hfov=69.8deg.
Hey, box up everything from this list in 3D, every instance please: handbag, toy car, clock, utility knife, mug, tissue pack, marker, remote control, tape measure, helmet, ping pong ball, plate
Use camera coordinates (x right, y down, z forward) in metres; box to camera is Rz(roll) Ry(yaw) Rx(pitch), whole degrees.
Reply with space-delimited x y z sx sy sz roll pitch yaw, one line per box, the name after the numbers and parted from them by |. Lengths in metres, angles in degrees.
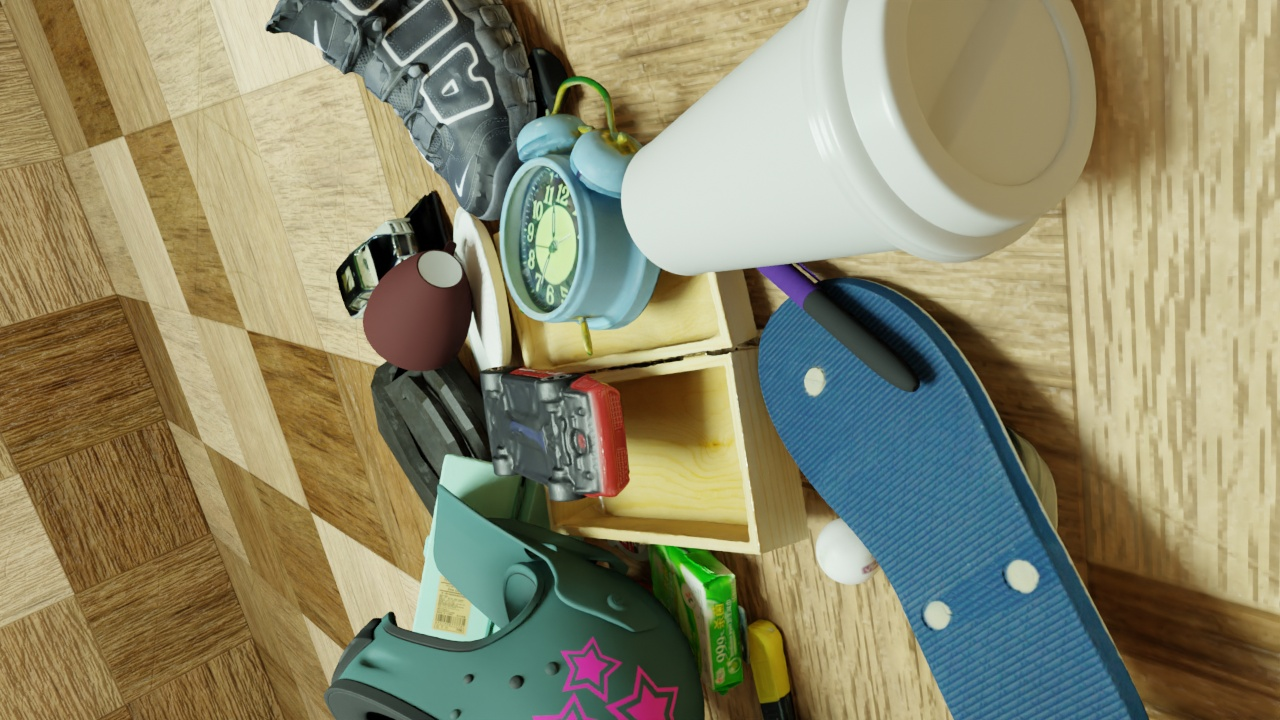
-0.170 0.076 0.859 0.197 0.102 0.200 54 160 14 | handbag
-0.247 -0.083 0.883 0.192 0.071 0.094 -22 84 55 | toy car
-0.037 -0.093 0.573 0.118 0.060 0.162 27 116 49 | clock
0.106 0.275 0.698 0.029 0.020 0.173 11 118 52 | utility knife
-0.173 -0.060 0.761 0.087 0.113 0.089 24 141 -13 | mug
0.042 0.185 0.700 0.099 0.034 0.114 32 134 58 | tissue pack
-0.067 0.047 0.653 0.190 0.056 0.081 4 102 58 | toy car
0.102 -0.025 0.484 0.015 0.018 0.134 46 -177 -47 | marker
-0.087 -0.171 0.674 0.141 0.021 0.045 -33 74 59 | remote control
-0.006 0.132 0.754 0.062 0.020 0.060 18 124 45 | tape measure
-0.081 0.221 0.669 0.275 0.199 0.177 29 136 13 | helmet
0.127 0.115 0.555 0.040 0.040 0.040 30 133 39 | ping pong ball
-0.134 -0.052 0.775 0.157 0.014 0.157 168 90 -70 | plate

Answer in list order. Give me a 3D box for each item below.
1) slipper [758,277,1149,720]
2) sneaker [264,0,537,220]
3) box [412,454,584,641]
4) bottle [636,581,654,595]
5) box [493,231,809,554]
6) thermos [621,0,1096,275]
0.157 0.074 0.463 0.118 0.060 0.294 -51 51 39 | slipper
-0.170 -0.209 0.624 0.097 0.150 0.252 -38 70 57 | sneaker
-0.117 0.170 0.790 0.052 0.138 0.187 -131 50 -58 | box
-0.024 0.232 0.815 0.134 0.048 0.071 -24 91 55 | bottle
-0.009 0.005 0.644 0.248 0.068 0.253 -9 98 53 | box
0.077 -0.097 0.429 0.222 0.131 0.131 -9 103 62 | thermos
